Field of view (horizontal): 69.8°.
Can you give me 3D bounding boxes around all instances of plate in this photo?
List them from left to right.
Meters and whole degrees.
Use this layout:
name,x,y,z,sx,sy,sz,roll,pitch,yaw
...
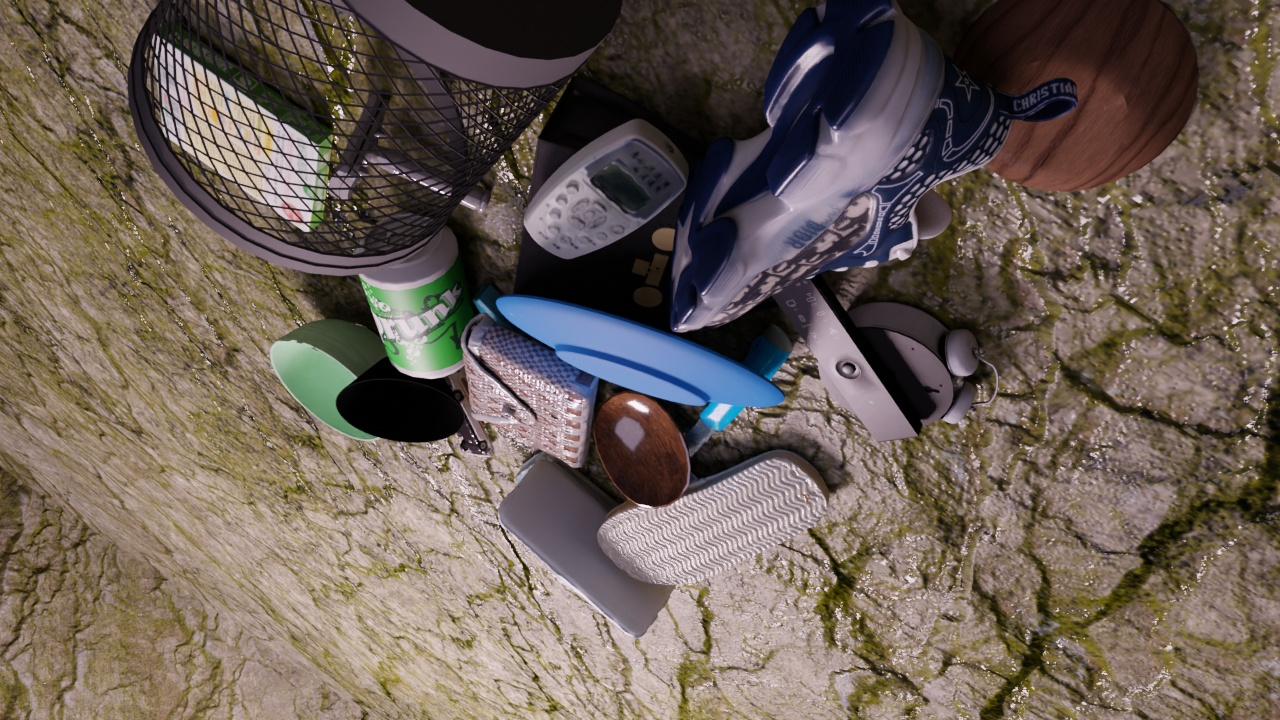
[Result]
name,x,y,z,sx,sy,sz,roll,pitch,yaw
plate,-0.004,0.004,0.684,0.224,0.024,0.224,19,172,3

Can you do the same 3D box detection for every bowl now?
name,x,y,z,sx,sy,sz,roll,pitch,yaw
bowl,-0.318,0.010,0.997,0.151,0.076,0.151,21,142,17
bowl,-0.234,0.029,0.911,0.124,0.052,0.124,1,147,0
bowl,0.007,0.080,0.854,0.102,0.026,0.114,-29,87,39
bowl,0.215,-0.131,0.470,0.119,0.032,0.119,21,142,17

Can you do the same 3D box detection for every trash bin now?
name,x,y,z,sx,sy,sz,roll,pitch,yaw
trash bin,-0.152,-0.194,0.534,0.218,0.217,0.228,46,138,-16

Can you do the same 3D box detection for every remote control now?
name,x,y,z,sx,sy,sz,roll,pitch,yaw
remote control,-0.024,-0.105,0.579,0.115,0.028,0.060,-27,129,33
remote control,0.142,-0.001,0.628,0.035,0.013,0.150,-15,121,46

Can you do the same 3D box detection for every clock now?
name,x,y,z,sx,sy,sz,roll,pitch,yaw
clock,0.187,0.005,0.643,0.123,0.035,0.095,12,138,26

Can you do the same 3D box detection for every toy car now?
name,x,y,z,sx,sy,sz,roll,pitch,yaw
toy car,-0.186,0.051,0.973,0.039,0.038,0.113,3,129,35

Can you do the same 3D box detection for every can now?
name,x,y,z,sx,sy,sz,roll,pitch,yaw
can,-0.197,-0.055,0.822,0.088,0.087,0.140,19,141,20

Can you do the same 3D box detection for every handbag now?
name,x,y,z,sx,sy,sz,roll,pitch,yaw
handbag,-0.103,0.037,0.842,0.124,0.046,0.186,24,154,6
handbag,0.018,-0.083,0.666,0.196,0.072,0.176,20,143,0

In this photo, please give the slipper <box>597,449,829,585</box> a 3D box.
name,x,y,z,sx,sy,sz,roll,pitch,yaw
slipper,0.065,0.143,0.878,0.264,0.052,0.115,-29,106,39

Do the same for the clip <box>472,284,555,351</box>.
name,x,y,z,sx,sy,sz,roll,pitch,yaw
clip,-0.096,-0.010,0.850,0.120,0.033,0.122,20,143,24

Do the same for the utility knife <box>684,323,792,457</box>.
name,x,y,z,sx,sy,sz,roll,pitch,yaw
utility knife,0.073,0.035,0.780,0.031,0.015,0.221,37,141,2

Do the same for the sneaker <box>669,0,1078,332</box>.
name,x,y,z,sx,sy,sz,roll,pitch,yaw
sneaker,0.107,-0.084,0.519,0.132,0.103,0.270,11,152,-17

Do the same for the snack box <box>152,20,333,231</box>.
name,x,y,z,sx,sy,sz,roll,pitch,yaw
snack box,-0.358,-0.205,0.826,0.168,0.027,0.132,35,144,-2

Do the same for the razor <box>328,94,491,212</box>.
name,x,y,z,sx,sy,sz,roll,pitch,yaw
razor,-0.175,-0.148,0.727,0.116,0.088,0.047,22,147,-16

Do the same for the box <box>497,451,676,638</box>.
name,x,y,z,sx,sy,sz,roll,pitch,yaw
box,-0.066,0.200,1.003,0.210,0.128,0.105,44,144,-4
